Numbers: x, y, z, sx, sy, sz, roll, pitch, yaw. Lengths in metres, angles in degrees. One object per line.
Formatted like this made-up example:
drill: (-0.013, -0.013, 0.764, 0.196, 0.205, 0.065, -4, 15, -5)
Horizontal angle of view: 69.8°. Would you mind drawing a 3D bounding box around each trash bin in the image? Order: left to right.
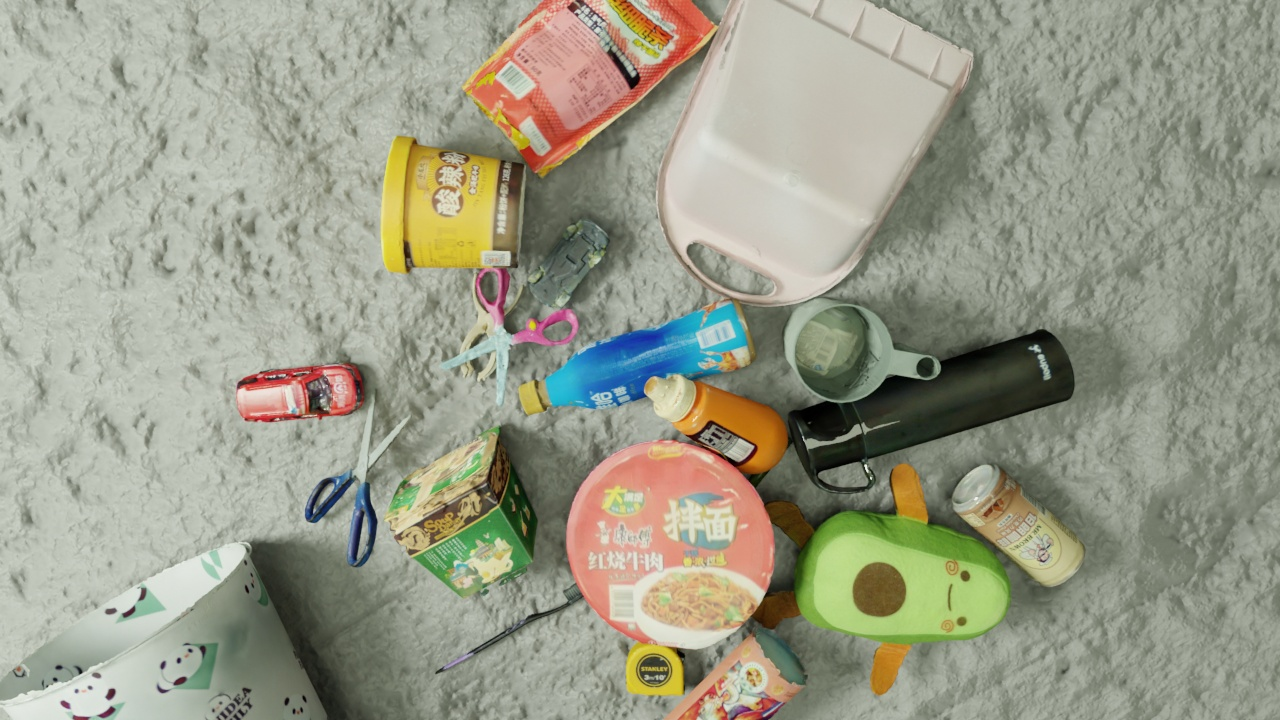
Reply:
trash bin: (-0.406, 0.336, 0.841, 0.230, 0.229, 0.252, -23, 102, 5)

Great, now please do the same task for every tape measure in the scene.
tape measure: (0.015, 0.302, 0.907, 0.060, 0.029, 0.057, -1, 100, 3)

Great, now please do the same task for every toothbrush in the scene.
toothbrush: (-0.128, 0.267, 0.916, 0.189, 0.014, 0.017, -30, 89, 7)
toothbrush: (0.088, 0.148, 0.888, 0.017, 0.012, 0.186, 40, 98, 18)

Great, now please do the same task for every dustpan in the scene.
dustpan: (0.136, -0.196, 0.837, 0.222, 0.139, 0.272, 29, 71, -1)

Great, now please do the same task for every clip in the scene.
clip: (-0.145, -0.030, 0.862, 0.070, 0.034, 0.100, 16, 94, 1)

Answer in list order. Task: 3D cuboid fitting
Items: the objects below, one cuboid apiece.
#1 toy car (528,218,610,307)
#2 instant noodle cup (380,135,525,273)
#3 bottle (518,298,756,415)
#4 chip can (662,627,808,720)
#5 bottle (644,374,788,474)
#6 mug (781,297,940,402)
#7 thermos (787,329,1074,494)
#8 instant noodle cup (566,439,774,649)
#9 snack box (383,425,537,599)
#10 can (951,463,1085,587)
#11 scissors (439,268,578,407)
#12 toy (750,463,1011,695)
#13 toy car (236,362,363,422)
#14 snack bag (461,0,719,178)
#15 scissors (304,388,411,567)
toy car: (-0.066, -0.090, 0.848, 0.043, 0.034, 0.091, 38, 107, -6)
instant noodle cup: (-0.161, -0.132, 0.809, 0.114, 0.118, 0.118, 5, 99, -6)
bottle: (-0.005, 0.005, 0.845, 0.219, 0.065, 0.065, -18, 97, 6)
chip can: (0.064, 0.352, 0.882, 0.071, 0.071, 0.215, 40, 103, -4)
bottle: (0.064, 0.051, 0.824, 0.149, 0.067, 0.067, 28, 100, -29)
mug: (0.190, -0.009, 0.815, 0.124, 0.103, 0.084, 10, 99, 0)
thermos: (0.260, 0.050, 0.824, 0.242, 0.068, 0.090, -18, 82, 0)
instant noodle cup: (0.031, 0.166, 0.857, 0.194, 0.065, 0.194, 1, 94, 13)
snack box: (-0.158, 0.148, 0.859, 0.118, 0.117, 0.105, -28, 109, 8)
can: (0.351, 0.153, 0.855, 0.116, 0.058, 0.058, 41, 98, -4)
scissors: (-0.126, -0.027, 0.841, 0.133, 0.017, 0.133, -24, 91, -2)
toy: (0.226, 0.204, 0.853, 0.247, 0.089, 0.227, 4, 105, 5)
toy car: (-0.325, 0.033, 0.874, 0.120, 0.045, 0.053, -8, 100, 1)
snack bag: (-0.047, -0.269, 0.809, 0.208, 0.073, 0.128, -42, 96, 3)
scissors: (-0.267, 0.113, 0.866, 0.163, 0.012, 0.175, -26, 58, 33)
